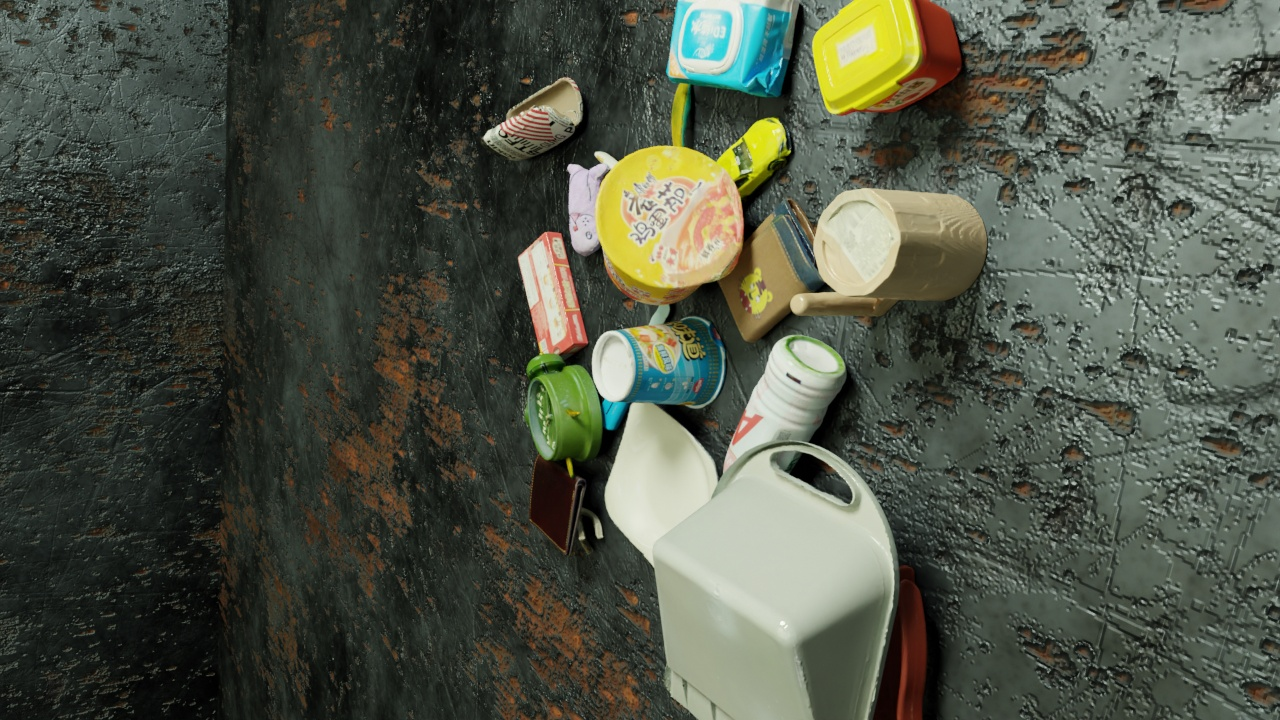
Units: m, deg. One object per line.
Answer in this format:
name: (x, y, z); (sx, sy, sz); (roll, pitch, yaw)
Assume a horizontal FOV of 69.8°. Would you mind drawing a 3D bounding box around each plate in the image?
plate: (0.029, 0.137, 0.979); (0.163, 0.034, 0.164); (42, 124, 43)

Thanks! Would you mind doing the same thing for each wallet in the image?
wallet: (0.120, -0.081, 0.848); (0.116, 0.033, 0.090); (-45, 59, 48)
wallet: (-0.105, 0.174, 1.126); (0.122, 0.020, 0.096); (22, 106, 60)

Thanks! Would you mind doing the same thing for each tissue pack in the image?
tissue pack: (0.081, -0.297, 0.854); (0.140, 0.063, 0.090); (29, 115, 48)

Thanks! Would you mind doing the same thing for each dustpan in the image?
dustpan: (0.120, 0.209, 0.772); (0.223, 0.142, 0.258); (24, 136, 48)

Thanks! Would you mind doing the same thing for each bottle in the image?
bottle: (0.118, 0.072, 0.834); (0.068, 0.068, 0.197); (51, 133, 38)

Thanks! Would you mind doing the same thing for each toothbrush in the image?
toothbrush: (-0.001, -0.189, 1.010); (0.191, 0.016, 0.018); (44, 135, 41)

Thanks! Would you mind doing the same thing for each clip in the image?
clip: (-0.087, 0.200, 1.138); (0.104, 0.034, 0.083); (47, 127, 46)

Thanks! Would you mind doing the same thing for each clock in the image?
clock: (-0.100, 0.057, 1.109); (0.161, 0.056, 0.116); (50, 140, 49)

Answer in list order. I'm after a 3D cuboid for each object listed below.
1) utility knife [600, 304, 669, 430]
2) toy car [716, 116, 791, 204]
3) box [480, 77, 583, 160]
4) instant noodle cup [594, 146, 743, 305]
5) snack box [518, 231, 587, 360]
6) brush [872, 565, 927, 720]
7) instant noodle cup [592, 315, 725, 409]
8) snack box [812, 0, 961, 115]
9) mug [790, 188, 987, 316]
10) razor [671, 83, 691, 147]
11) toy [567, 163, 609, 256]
utility knife: (-0.006, 0.006, 1.029); (0.034, 0.018, 0.192); (54, 132, 35)
toy car: (0.099, -0.187, 0.866); (0.105, 0.032, 0.048); (-39, 62, 45)
box: (-0.128, -0.299, 1.135); (0.163, 0.076, 0.087); (-12, 57, 53)
instant noodle cup: (0.021, -0.118, 0.878); (0.110, 0.138, 0.138); (112, 146, -76)
snack box: (-0.111, -0.077, 1.154); (0.075, 0.025, 0.152); (-32, 68, 48)
brush: (0.200, 0.243, 0.740); (0.069, 0.063, 0.146); (-179, 86, -66)
instant noodle cup: (0.014, 0.003, 0.927); (0.099, 0.109, 0.099); (5, 96, 53)
snack box: (0.190, -0.235, 0.702); (0.091, 0.080, 0.082); (-21, 76, 52)
mug: (0.184, -0.075, 0.703); (0.125, 0.103, 0.084); (-49, 55, 42)
razor: (0.046, -0.227, 0.939); (0.043, 0.028, 0.132); (-3, 88, 56)
toy: (-0.060, -0.176, 1.068); (0.084, 0.038, 0.108); (12, 101, 56)
